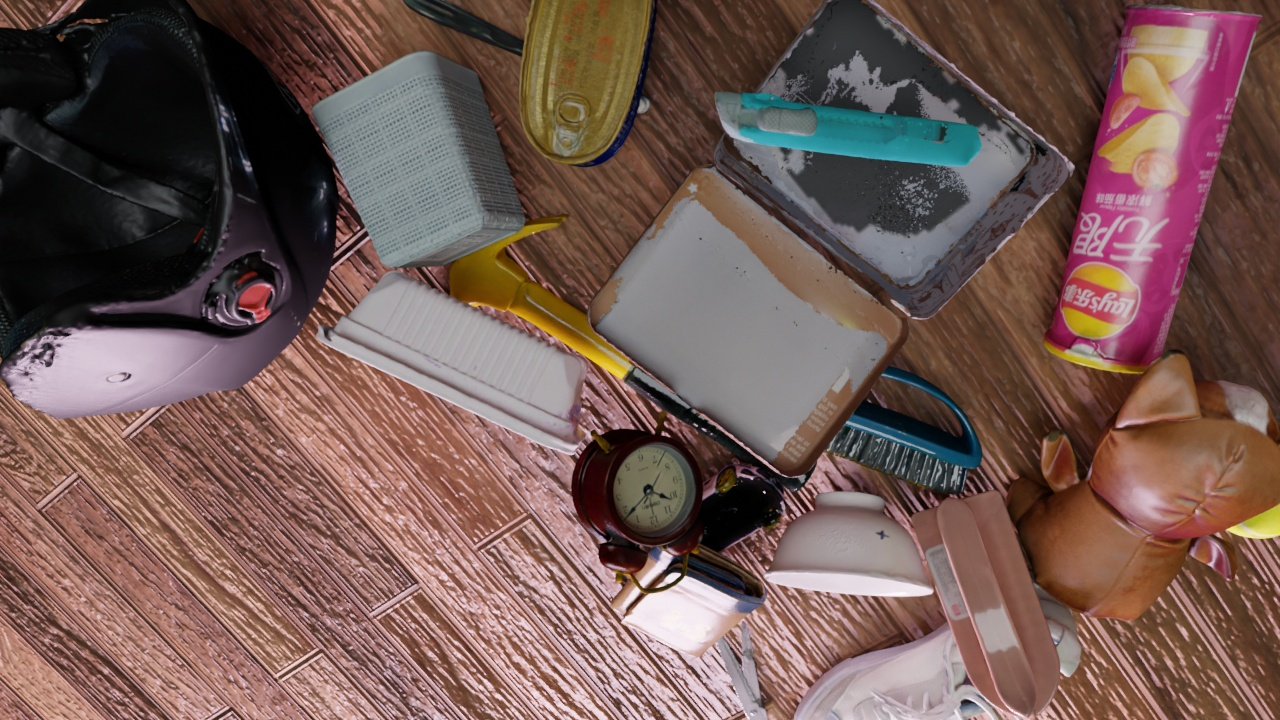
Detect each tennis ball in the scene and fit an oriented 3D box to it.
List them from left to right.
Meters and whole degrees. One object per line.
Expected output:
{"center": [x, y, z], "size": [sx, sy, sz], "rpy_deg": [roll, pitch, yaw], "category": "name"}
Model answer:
{"center": [0.410, 0.086, 0.613], "size": [0.065, 0.065, 0.065], "rpy_deg": [3, 110, 8], "category": "tennis ball"}

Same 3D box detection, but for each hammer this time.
{"center": [-0.004, 0.004, 0.666], "size": [0.300, 0.032, 0.129], "rpy_deg": [33, 112, -4], "category": "hammer"}

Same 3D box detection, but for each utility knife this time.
{"center": [0.115, -0.130, 0.515], "size": [0.151, 0.013, 0.029], "rpy_deg": [8, 105, 3], "category": "utility knife"}

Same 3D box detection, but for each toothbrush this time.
{"center": [-0.077, -0.206, 0.611], "size": [0.181, 0.018, 0.016], "rpy_deg": [25, 114, 1], "category": "toothbrush"}

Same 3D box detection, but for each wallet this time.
{"center": [0.033, 0.183, 0.706], "size": [0.090, 0.033, 0.116], "rpy_deg": [28, 138, -3], "category": "wallet"}

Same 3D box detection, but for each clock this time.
{"center": [0.002, 0.101, 0.637], "size": [0.082, 0.055, 0.122], "rpy_deg": [-13, 92, -27], "category": "clock"}

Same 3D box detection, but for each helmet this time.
{"center": [-0.304, -0.094, 0.573], "size": [0.275, 0.229, 0.233], "rpy_deg": [-43, 73, 20], "category": "helmet"}

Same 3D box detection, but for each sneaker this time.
{"center": [0.221, 0.256, 0.692], "size": [0.243, 0.090, 0.089], "rpy_deg": [-39, 99, 20], "category": "sneaker"}

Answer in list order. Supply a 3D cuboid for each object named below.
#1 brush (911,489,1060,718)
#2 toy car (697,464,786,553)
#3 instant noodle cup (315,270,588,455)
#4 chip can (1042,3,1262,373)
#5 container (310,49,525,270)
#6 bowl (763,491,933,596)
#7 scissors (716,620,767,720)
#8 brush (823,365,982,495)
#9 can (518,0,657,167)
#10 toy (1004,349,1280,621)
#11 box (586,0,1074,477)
{"center": [0.234, 0.164, 0.614], "size": [0.063, 0.073, 0.145], "rpy_deg": [-21, 67, 20], "category": "brush"}
{"center": [0.057, 0.115, 0.688], "size": [0.056, 0.037, 0.123], "rpy_deg": [40, 126, -16], "category": "toy car"}
{"center": [-0.107, -0.003, 0.602], "size": [0.173, 0.138, 0.060], "rpy_deg": [27, 89, 0], "category": "instant noodle cup"}
{"center": [0.306, -0.102, 0.559], "size": [0.071, 0.071, 0.211], "rpy_deg": [7, 110, 6], "category": "chip can"}
{"center": [-0.137, -0.124, 0.596], "size": [0.090, 0.090, 0.111], "rpy_deg": [-22, 91, 15], "category": "container"}
{"center": [0.150, 0.131, 0.664], "size": [0.118, 0.118, 0.064], "rpy_deg": [3, 71, 8], "category": "bowl"}
{"center": [0.102, 0.297, 0.769], "size": [0.156, 0.014, 0.169], "rpy_deg": [25, 109, 1], "category": "scissors"}
{"center": [0.171, 0.041, 0.640], "size": [0.144, 0.055, 0.074], "rpy_deg": [21, 106, 1], "category": "brush"}
{"center": [-0.031, -0.196, 0.574], "size": [0.074, 0.049, 0.148], "rpy_deg": [12, 99, 5], "category": "can"}
{"center": [0.328, 0.077, 0.583], "size": [0.140, 0.130, 0.200], "rpy_deg": [18, 142, 5], "category": "toy"}
{"center": [0.108, -0.076, 0.580], "size": [0.178, 0.105, 0.261], "rpy_deg": [37, 111, -5], "category": "box"}
